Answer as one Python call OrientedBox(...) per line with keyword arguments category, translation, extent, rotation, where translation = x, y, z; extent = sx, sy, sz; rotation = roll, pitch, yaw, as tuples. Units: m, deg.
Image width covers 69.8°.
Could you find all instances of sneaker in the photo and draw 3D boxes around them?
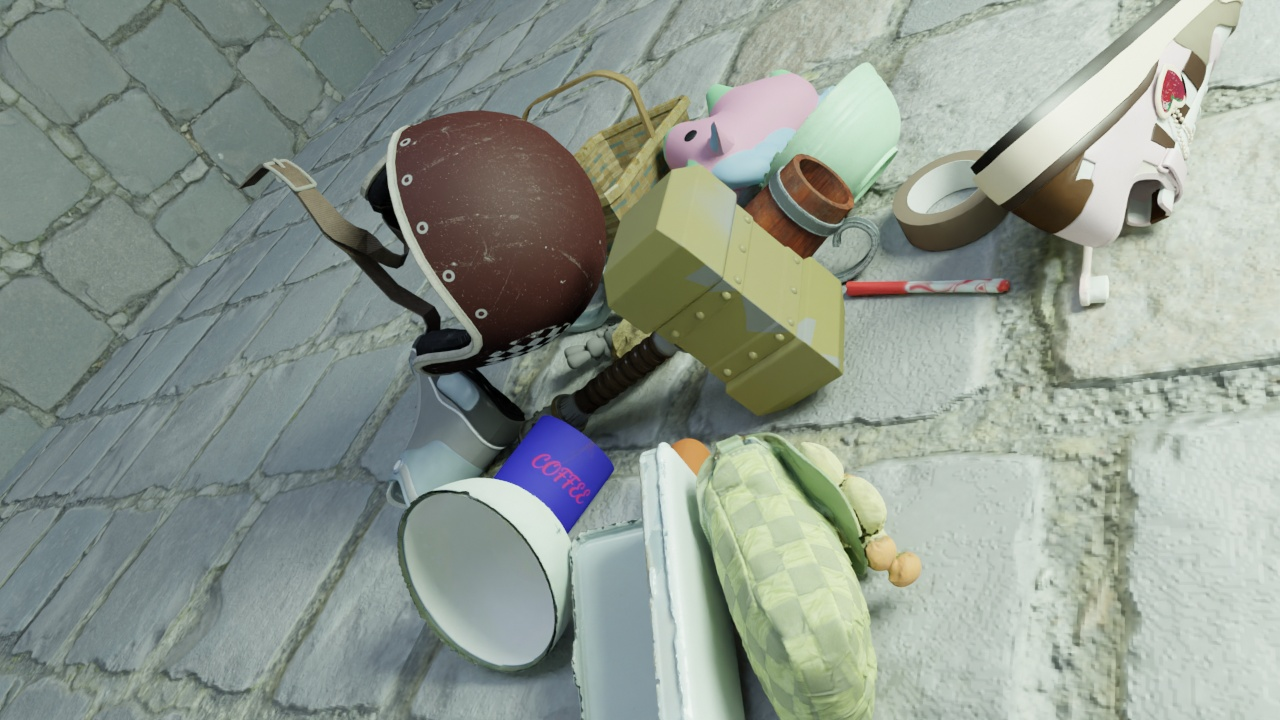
OrientedBox(category="sneaker", translation=(0.379, -0.181, 0.676), extent=(0.293, 0.116, 0.112), rotation=(-38, -7, -26))
OrientedBox(category="sneaker", translation=(-0.226, 0.072, 0.986), extent=(0.160, 0.093, 0.257), rotation=(-53, 32, -6))

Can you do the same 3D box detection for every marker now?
OrientedBox(category="marker", translation=(0.227, -0.059, 0.740), extent=(0.142, 0.013, 0.012), rotation=(3, 52, 48))

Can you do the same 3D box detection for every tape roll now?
OrientedBox(category="tape roll", translation=(0.265, -0.136, 0.780), extent=(0.094, 0.030, 0.093), rotation=(-27, 34, 20))

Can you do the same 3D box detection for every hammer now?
OrientedBox(category="hammer", translation=(-0.005, 0.005, 0.790), extent=(0.326, 0.190, 0.100), rotation=(-37, 27, 39))

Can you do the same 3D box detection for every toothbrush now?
OrientedBox(category="toothbrush", translation=(0.339, -0.107, 0.683), extent=(0.018, 0.016, 0.180), rotation=(-6, 45, 32))

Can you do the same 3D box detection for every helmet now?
OrientedBox(category="helmet", translation=(-0.161, -0.108, 0.824), extent=(0.254, 0.233, 0.233), rotation=(-28, 74, 30))

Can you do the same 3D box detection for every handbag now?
OrientedBox(category="handbag", translation=(0.108, 0.128, 0.554), extent=(0.117, 0.113, 0.186), rotation=(-22, 37, 3))

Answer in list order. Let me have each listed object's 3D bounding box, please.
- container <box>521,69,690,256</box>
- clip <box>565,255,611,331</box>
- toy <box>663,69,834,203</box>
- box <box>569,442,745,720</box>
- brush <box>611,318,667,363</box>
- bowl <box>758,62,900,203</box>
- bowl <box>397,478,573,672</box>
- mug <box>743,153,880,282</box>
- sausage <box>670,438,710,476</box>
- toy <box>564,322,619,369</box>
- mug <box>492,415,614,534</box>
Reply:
OrientedBox(category="container", translation=(-0.040, -0.221, 1.023), extent=(0.158, 0.186, 0.249), rotation=(-14, 30, 35))
OrientedBox(category="clip", translation=(-0.061, -0.071, 0.986), extent=(0.165, 0.169, 0.031), rotation=(112, -178, -54))
OrientedBox(category="toy", translation=(0.126, -0.235, 0.958), extent=(0.222, 0.120, 0.171), rotation=(-18, 37, -6))
OrientedBox(category="box", translation=(0.005, 0.163, 0.570), extent=(0.130, 0.106, 0.210), rotation=(-18, 46, 7))
OrientedBox(category="brush", translation=(0.035, -0.059, 0.893), extent=(0.059, 0.043, 0.195), rotation=(21, 59, 36))
OrientedBox(category="bowl", translation=(0.190, -0.194, 0.860), extent=(0.150, 0.077, 0.151), rotation=(-47, -8, -9))
OrientedBox(category="bowl", translation=(-0.108, 0.156, 0.710), extent=(0.154, 0.153, 0.072), rotation=(-13, 12, 36))
OrientedBox(category="mug", translation=(0.140, -0.106, 0.808), extent=(0.111, 0.117, 0.081), rotation=(-49, 4, 37))
OrientedBox(category="sausage", translation=(0.017, 0.129, 0.695), extent=(0.044, 0.039, 0.163), rotation=(13, 55, 22))
OrientedBox(category="toy", translation=(-0.025, -0.023, 0.938), extent=(0.111, 0.030, 0.049), rotation=(-25, 33, 0))
OrientedBox(category="mug", translation=(-0.086, 0.106, 0.803), extent=(0.083, 0.079, 0.111), rotation=(-53, 17, -20))
